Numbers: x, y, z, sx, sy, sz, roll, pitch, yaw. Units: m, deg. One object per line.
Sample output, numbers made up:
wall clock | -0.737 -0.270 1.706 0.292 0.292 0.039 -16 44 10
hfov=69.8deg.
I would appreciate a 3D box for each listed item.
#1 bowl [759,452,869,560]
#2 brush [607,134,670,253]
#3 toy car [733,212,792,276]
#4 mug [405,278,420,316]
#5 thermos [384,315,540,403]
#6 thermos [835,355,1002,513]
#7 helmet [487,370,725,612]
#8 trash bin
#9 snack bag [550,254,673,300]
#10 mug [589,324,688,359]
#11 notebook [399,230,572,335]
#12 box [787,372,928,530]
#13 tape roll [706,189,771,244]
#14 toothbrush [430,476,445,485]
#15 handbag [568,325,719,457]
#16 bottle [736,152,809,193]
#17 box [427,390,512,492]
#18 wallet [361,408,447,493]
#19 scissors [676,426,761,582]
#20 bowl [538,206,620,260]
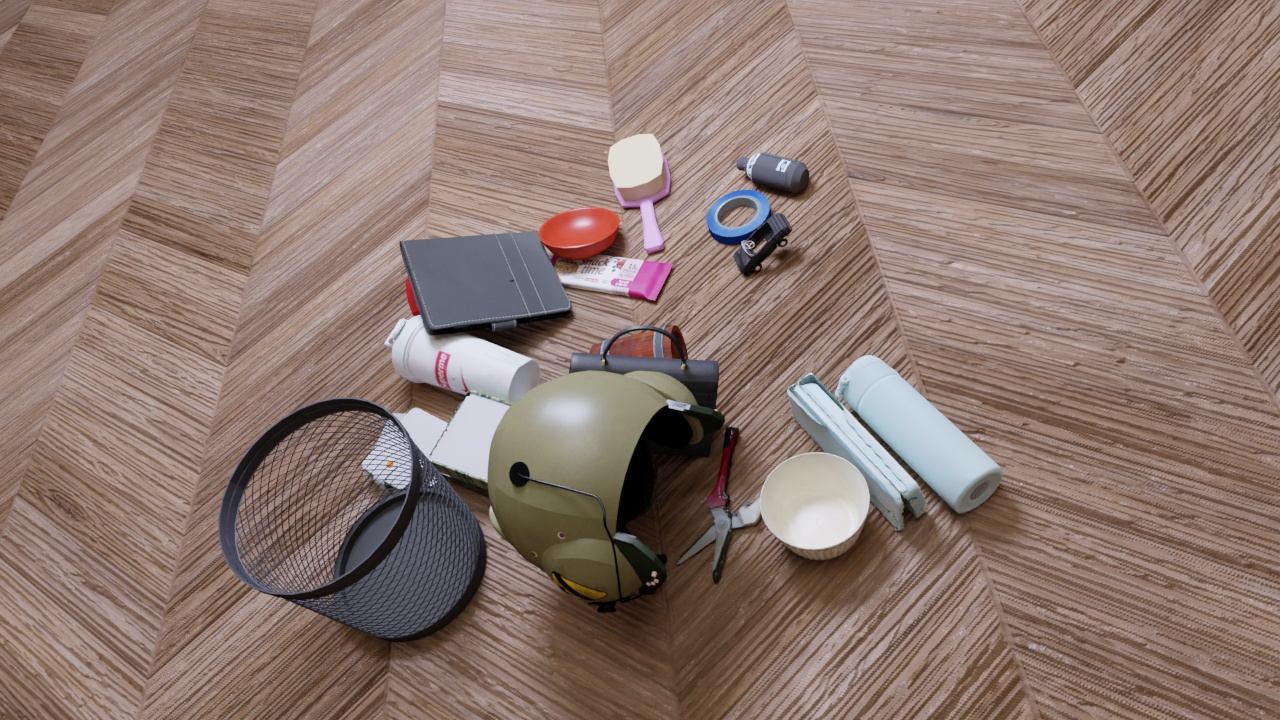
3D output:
bowl | 0.191 0.164 0.989 0.115 0.062 0.115 -10 51 13
brush | 0.003 -0.256 1.391 0.089 0.043 0.228 -16 50 8
toy car | 0.163 -0.159 1.245 0.092 0.037 0.040 -45 45 27
mug | -0.286 -0.108 1.356 0.096 0.080 0.116 -21 56 4
thermos | -0.246 0.000 1.253 0.221 0.099 0.099 17 61 25
thermos | 0.302 0.074 1.016 0.077 0.065 0.207 -17 46 -24
helmet | -0.044 0.128 0.960 0.233 0.256 0.249 11 59 22
trash bin | -0.305 0.191 1.029 0.218 0.227 0.217 -8 57 12
snack bag | -0.053 -0.128 1.331 0.197 0.016 0.070 11 57 27
mug | -0.007 0.007 1.156 0.111 0.081 0.117 -9 11 18
notebook | -0.216 -0.112 1.291 0.208 0.030 0.169 -10 60 -25
box | 0.237 0.095 1.017 0.067 0.084 0.199 -20 48 -19
tape roll | 0.141 -0.207 1.320 0.091 0.016 0.092 -5 53 17
toothbrush | -0.258 0.146 1.197 0.016 0.015 0.186 21 64 29
handbag | 0.003 0.024 1.045 0.176 0.196 0.072 3 53 -3
bottle | 0.191 -0.276 1.337 0.112 0.047 0.046 23 65 33
box | -0.155 0.118 1.150 0.206 0.050 0.117 14 63 23
wallet | -0.315 0.118 1.225 0.115 0.037 0.118 22 60 32
scissors | 0.119 0.156 1.053 0.179 0.015 0.198 -14 52 10
bowl | -0.088 -0.184 1.360 0.122 0.035 0.121 -7 36 5
